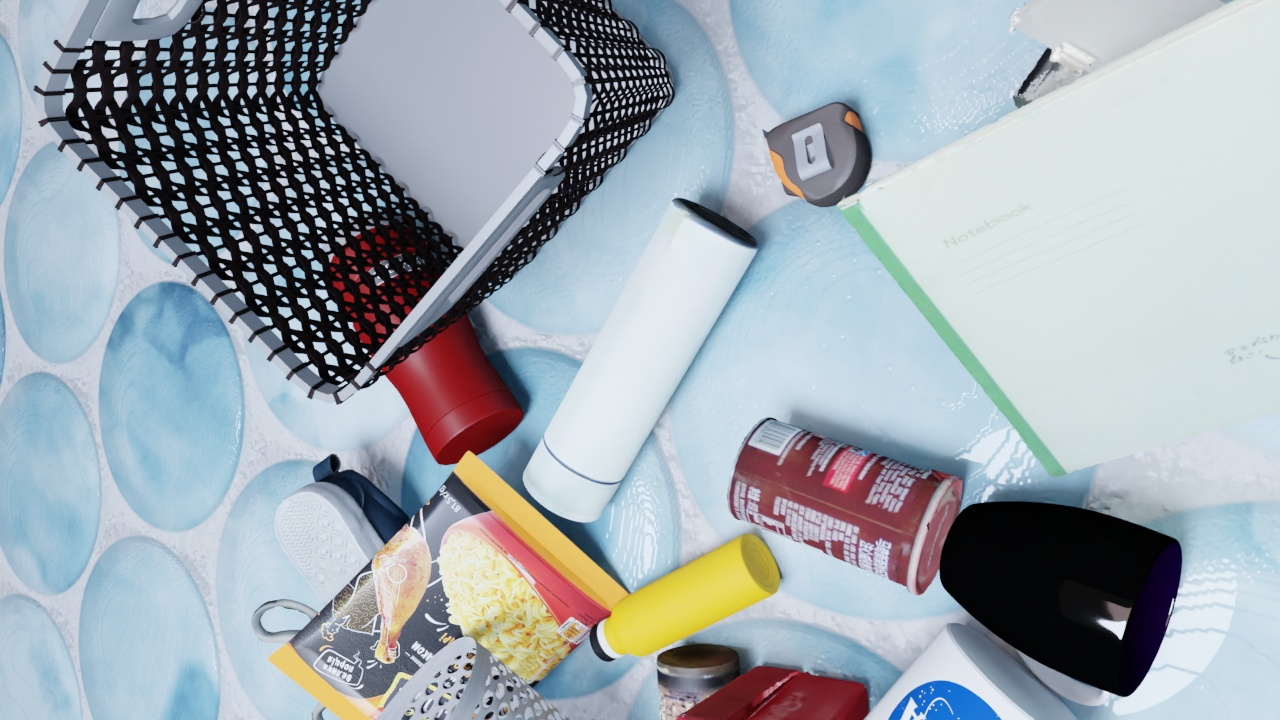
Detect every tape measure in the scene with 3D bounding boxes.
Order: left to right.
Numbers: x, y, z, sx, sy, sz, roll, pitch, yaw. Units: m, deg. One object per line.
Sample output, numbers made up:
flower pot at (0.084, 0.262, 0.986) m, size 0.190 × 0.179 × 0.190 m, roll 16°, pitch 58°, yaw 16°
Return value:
tape measure at (0.111, -0.127, 0.574) m, size 0.058 × 0.038 × 0.058 m, roll -17°, pitch 82°, yaw 31°

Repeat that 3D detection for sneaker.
sneaker at (-0.197, 0.181, 0.746) m, size 0.089 × 0.087 × 0.235 m, roll -36°, pitch 94°, yaw 19°

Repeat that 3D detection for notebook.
notebook at (0.227, -0.031, 0.401) m, size 0.182 × 0.252 × 0.010 m, roll -24°, pitch 44°, yaw 30°

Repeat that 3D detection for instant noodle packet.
instant noodle packet at (-0.139, 0.197, 0.672) m, size 0.160 × 0.032 × 0.221 m, roll 44°, pitch 97°, yaw -9°

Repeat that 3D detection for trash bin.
trash bin at (-0.090, 0.302, 0.601) m, size 0.183 × 0.156 × 0.157 m, roll 42°, pitch 115°, yaw -12°

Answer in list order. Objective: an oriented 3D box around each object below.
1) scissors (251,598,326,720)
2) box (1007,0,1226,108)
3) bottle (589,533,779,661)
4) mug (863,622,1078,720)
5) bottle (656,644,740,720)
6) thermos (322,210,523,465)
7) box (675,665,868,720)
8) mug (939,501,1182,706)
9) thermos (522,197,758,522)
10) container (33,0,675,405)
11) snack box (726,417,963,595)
scissors at (-0.225, 0.222, 0.709) m, size 0.157 × 0.012 × 0.171 m, roll 21°, pitch 106°, yaw 0°
box at (0.253, -0.130, 0.398) m, size 0.143 × 0.187 × 0.105 m, roll 38°, pitch 108°, yaw 23°
bottle at (0.025, 0.167, 0.627) m, size 0.144 × 0.043 × 0.043 m, roll -35°, pitch 73°, yaw 27°
mug at (0.185, 0.216, 0.489) m, size 0.121 × 0.091 × 0.090 m, roll 43°, pitch 103°, yaw 33°
bottle at (0.041, 0.249, 0.610) m, size 0.056 × 0.056 × 0.105 m, roll -4°, pitch 88°, yaw 32°
thermos at (-0.178, -0.014, 0.737) m, size 0.198 × 0.083 × 0.108 m, roll 56°, pitch 150°, yaw 17°
box at (0.085, 0.276, 0.544) m, size 0.087 × 0.128 × 0.157 m, roll -5°, pitch 89°, yaw 28°
mug at (0.220, 0.131, 0.493) m, size 0.100 × 0.084 × 0.119 m, roll 17°, pitch 130°, yaw 43°
thermos at (-0.004, 0.004, 0.631) m, size 0.068 × 0.067 × 0.230 m, roll 39°, pitch 111°, yaw 26°
container at (-0.147, -0.167, 0.575) m, size 0.245 × 0.243 × 0.248 m, roll 45°, pitch 114°, yaw -1°
snack box at (0.121, 0.084, 0.551) m, size 0.121 × 0.072 × 0.072 m, roll 18°, pitch 100°, yaw 32°
